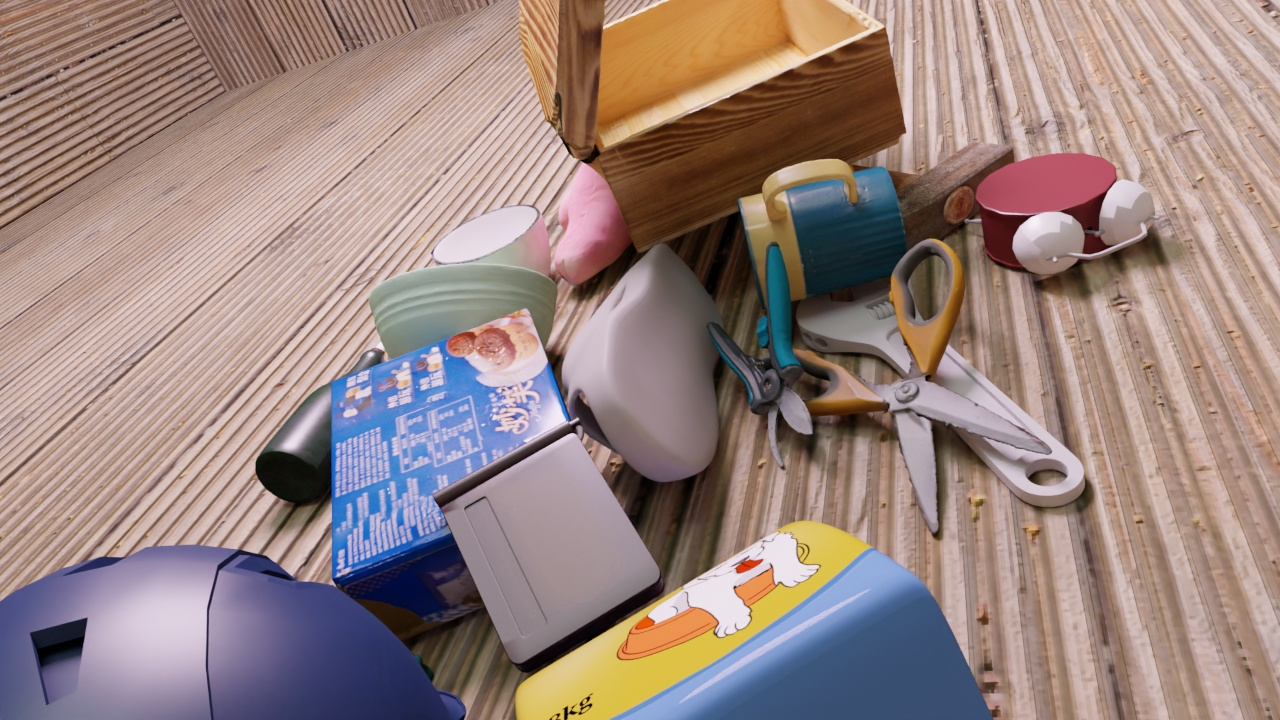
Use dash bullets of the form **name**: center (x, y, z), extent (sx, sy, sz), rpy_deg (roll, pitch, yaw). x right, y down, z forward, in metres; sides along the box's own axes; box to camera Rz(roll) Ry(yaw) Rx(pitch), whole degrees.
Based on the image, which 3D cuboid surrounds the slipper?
- **slipper**: center (-0.004, 0.004, 0.631), extent (0.081, 0.113, 0.265), rpy_deg (-30, 20, 22)

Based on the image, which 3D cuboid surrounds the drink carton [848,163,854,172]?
- **drink carton**: center (0.129, -0.165, 0.789), extent (0.058, 0.040, 0.122), rpy_deg (-28, 30, -3)

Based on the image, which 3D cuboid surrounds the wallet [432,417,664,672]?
- **wallet**: center (-0.049, 0.093, 0.488), extent (0.091, 0.018, 0.115), rpy_deg (-29, 57, -9)

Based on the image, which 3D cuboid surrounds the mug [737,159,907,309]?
- **mug**: center (0.126, -0.096, 0.648), extent (0.107, 0.114, 0.083), rpy_deg (-11, 57, 9)

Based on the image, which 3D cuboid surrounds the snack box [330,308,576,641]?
- **snack box**: center (-0.118, 0.066, 0.606), extent (0.155, 0.069, 0.202), rpy_deg (-22, 36, -4)

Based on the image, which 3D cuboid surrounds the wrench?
- **wrench**: center (0.176, 0.009, 0.582), extent (0.087, 0.018, 0.273), rpy_deg (-22, 31, -1)

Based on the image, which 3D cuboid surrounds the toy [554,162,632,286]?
- **toy**: center (-0.017, -0.161, 0.910), extent (0.192, 0.097, 0.236), rpy_deg (-1, 48, 39)

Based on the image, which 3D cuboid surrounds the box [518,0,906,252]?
- **box**: center (-0.004, -0.301, 0.728), extent (0.284, 0.324, 0.278), rpy_deg (-24, 38, 4)

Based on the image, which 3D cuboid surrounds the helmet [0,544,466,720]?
- **helmet**: center (-0.189, 0.187, 0.382), extent (0.232, 0.223, 0.272), rpy_deg (-26, -6, -7)

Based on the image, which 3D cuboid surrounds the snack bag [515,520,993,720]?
- **snack bag**: center (0.029, 0.141, 0.403), extent (0.159, 0.102, 0.205), rpy_deg (-28, 9, -11)

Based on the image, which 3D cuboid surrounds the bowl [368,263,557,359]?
- **bowl**: center (-0.139, -0.018, 0.737), extent (0.151, 0.151, 0.077), rpy_deg (-11, 76, 18)

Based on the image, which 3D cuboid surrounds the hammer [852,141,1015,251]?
- **hammer**: center (0.165, -0.160, 0.837), extent (0.157, 0.037, 0.301), rpy_deg (-34, 32, -19)

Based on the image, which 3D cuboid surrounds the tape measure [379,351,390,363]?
- **tape measure**: center (-0.199, 0.003, 0.816), extent (0.061, 0.034, 0.061), rpy_deg (-1, 36, 28)

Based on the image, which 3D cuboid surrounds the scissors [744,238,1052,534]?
- **scissors**: center (0.147, 0.014, 0.565), extent (0.217, 0.016, 0.224), rpy_deg (-19, 41, 30)

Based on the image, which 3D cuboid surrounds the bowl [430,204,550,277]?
- **bowl**: center (-0.141, -0.099, 0.908), extent (0.116, 0.066, 0.116), rpy_deg (-16, 31, 10)

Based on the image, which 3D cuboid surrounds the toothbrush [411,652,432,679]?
- **toothbrush**: center (-0.203, 0.179, 0.556), extent (0.190, 0.017, 0.016), rpy_deg (-4, 35, 28)

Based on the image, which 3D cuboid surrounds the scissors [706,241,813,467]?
- **scissors**: center (0.078, -0.004, 0.606), extent (0.019, 0.153, 0.125), rpy_deg (11, -12, -27)

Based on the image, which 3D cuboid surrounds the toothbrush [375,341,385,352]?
- **toothbrush**: center (-0.267, 0.027, 0.844), extent (0.017, 0.012, 0.186), rpy_deg (-14, 31, 21)

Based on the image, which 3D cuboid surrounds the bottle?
- **bottle**: center (-0.255, 0.043, 0.770), extent (0.055, 0.055, 0.173), rpy_deg (-11, 31, 18)

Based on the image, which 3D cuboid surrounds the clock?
- **clock**: center (0.295, -0.102, 0.650), extent (0.096, 0.048, 0.137), rpy_deg (-23, 30, -1)
